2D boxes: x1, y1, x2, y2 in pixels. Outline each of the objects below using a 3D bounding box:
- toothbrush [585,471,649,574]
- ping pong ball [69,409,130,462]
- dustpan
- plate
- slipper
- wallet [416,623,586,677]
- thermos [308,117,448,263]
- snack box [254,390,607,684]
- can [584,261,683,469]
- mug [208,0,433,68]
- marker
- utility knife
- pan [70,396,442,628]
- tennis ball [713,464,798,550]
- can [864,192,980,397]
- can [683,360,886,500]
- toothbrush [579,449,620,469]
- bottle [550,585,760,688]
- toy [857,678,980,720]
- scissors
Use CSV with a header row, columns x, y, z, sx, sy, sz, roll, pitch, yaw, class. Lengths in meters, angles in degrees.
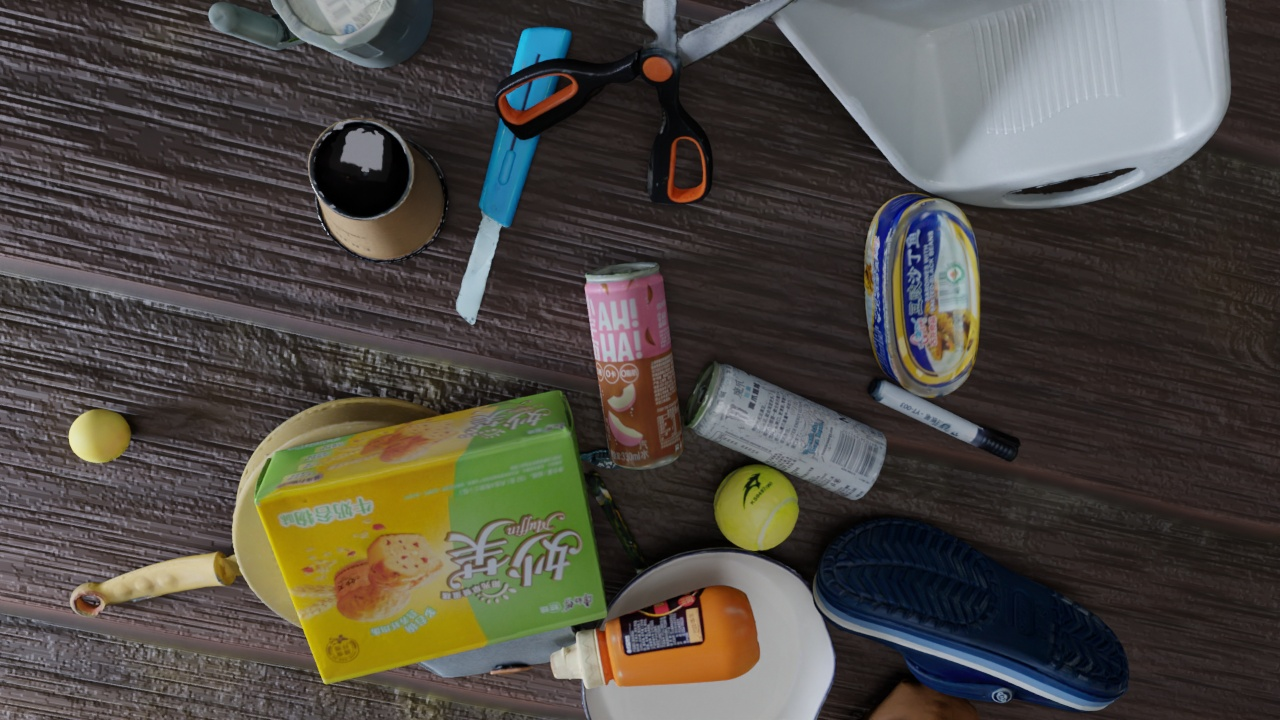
x,y,z,sx,sy,sz,roll,pitch,yaw,class
0.003,0.170,0.741,0.012,0.017,0.186,-28,104,-5,toothbrush
-0.406,0.057,0.689,0.040,0.040,0.040,0,104,-2,ping pong ball
0.233,-0.169,0.557,0.223,0.257,0.142,-7,92,37,dustpan
0.052,0.244,0.731,0.204,0.045,0.205,-1,97,-12,plate
0.251,0.208,0.724,0.253,0.104,0.095,20,128,-1,slipper
-0.108,0.225,0.717,0.130,0.107,0.037,-9,60,3,wallet
-0.176,-0.114,0.609,0.093,0.143,0.093,0,93,-10,thermos
-0.138,0.122,0.641,0.210,0.070,0.158,-12,114,-5,snack box
-0.004,0.004,0.680,0.058,0.058,0.147,-8,104,0,can
-0.204,-0.231,0.594,0.124,0.103,0.084,-17,104,1,mug
0.239,0.045,0.718,0.130,0.018,0.023,25,116,-8,marker
-0.097,-0.132,0.666,0.034,0.018,0.223,17,104,-6,utility knife
-0.281,0.145,0.707,0.357,0.078,0.198,-21,114,-1,pan
0.089,0.113,0.706,0.065,0.065,0.065,0,104,-2,tennis ball
0.209,-0.048,0.679,0.074,0.049,0.148,-6,104,0,can
0.110,0.053,0.696,0.146,0.058,0.058,23,102,-7,can
-0.103,0.072,0.714,0.191,0.018,0.016,4,104,-3,toothbrush
0.009,0.207,0.665,0.149,0.066,0.067,-10,104,-3,bottle
0.224,0.338,0.698,0.140,0.199,0.130,18,99,-5,toy
0.004,-0.178,0.589,0.221,0.021,0.232,-2,146,22,scissors
